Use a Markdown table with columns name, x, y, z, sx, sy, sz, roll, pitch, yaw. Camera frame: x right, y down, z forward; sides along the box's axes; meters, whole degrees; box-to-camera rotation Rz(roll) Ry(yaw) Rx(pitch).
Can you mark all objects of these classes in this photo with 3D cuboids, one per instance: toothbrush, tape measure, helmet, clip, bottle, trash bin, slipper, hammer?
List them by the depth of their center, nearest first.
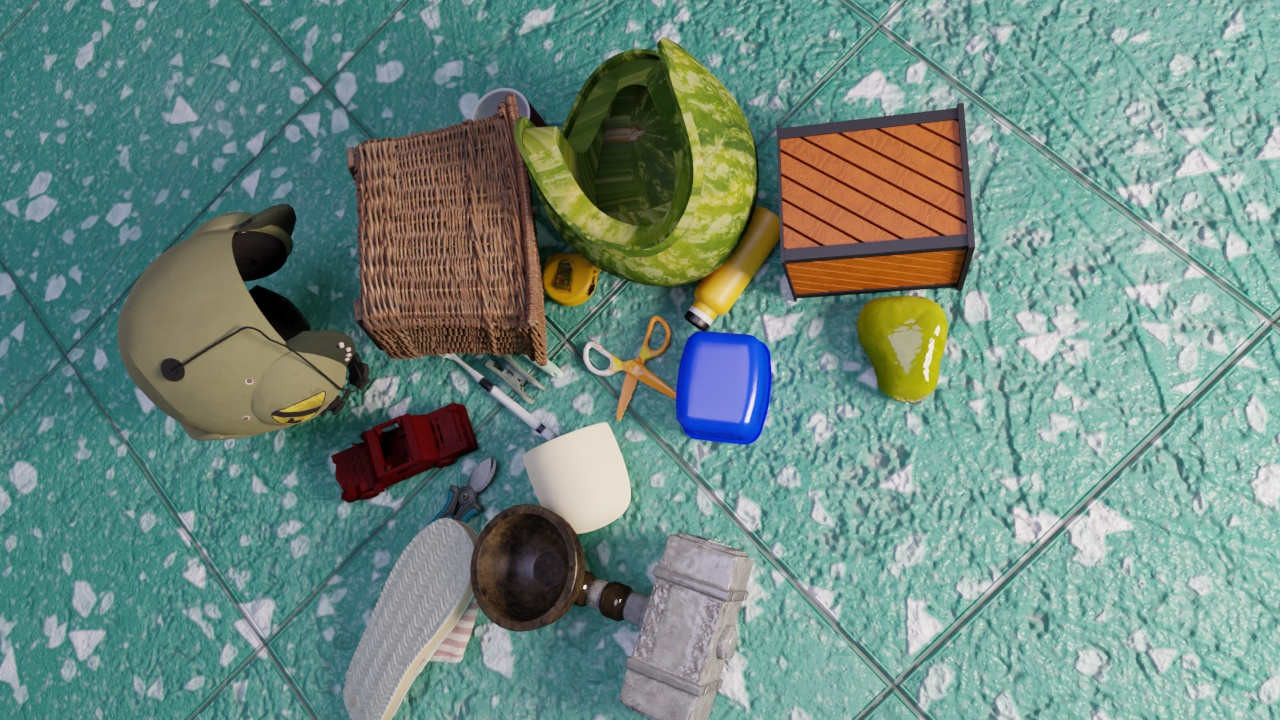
| name | x | y | z | sx | sy | sz | roll | pitch | yaw |
| --- | --- | --- | --- | --- | --- | --- | --- | --- | --- |
| trash bin | 0.232 | -0.150 | 0.917 | 0.172 | 0.139 | 0.139 | -3 | 78 | 14 |
| helmet | 0.012 | -0.195 | 0.935 | 0.213 | 0.246 | 0.243 | -25 | 101 | 19 |
| hammer | -0.055 | 0.238 | 0.954 | 0.327 | 0.079 | 0.176 | 14 | 83 | 23 |
| slipper | -0.237 | 0.287 | 0.986 | 0.115 | 0.052 | 0.263 | 41 | 106 | 35 |
| bottle | 0.100 | -0.097 | 0.993 | 0.043 | 0.043 | 0.143 | 36 | 89 | 19 |
| helmet | -0.425 | -0.025 | 0.996 | 0.233 | 0.255 | 0.250 | -31 | 71 | 3 |
| clip | -0.142 | 0.018 | 1.045 | 0.076 | 0.023 | 0.044 | 39 | 92 | 21 |
| tape measure | -0.083 | -0.093 | 1.048 | 0.068 | 0.030 | 0.058 | 4 | 78 | 16 |
| toothbrush | -0.170 | 0.035 | 1.051 | 0.187 | 0.017 | 0.012 | 37 | 116 | 19 |
| toothbrush | -0.148 | -0.024 | 1.059 | 0.155 | 0.015 | 0.022 | 36 | 119 | 18 |

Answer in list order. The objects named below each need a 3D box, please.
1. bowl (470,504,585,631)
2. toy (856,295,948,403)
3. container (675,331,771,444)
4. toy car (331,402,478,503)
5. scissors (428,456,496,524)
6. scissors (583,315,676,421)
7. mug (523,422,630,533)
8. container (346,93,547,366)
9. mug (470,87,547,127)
| name | x | y | z | sx | sy | sz | roll | pitch | yaw |
| --- | --- | --- | --- | --- | --- | --- | --- | --- | --- |
| bowl | -0.104 | 0.207 | 0.915 | 0.121 | 0.056 | 0.121 | -7 | 73 | 24 |
| toy | 0.264 | -0.011 | 0.927 | 0.090 | 0.051 | 0.110 | -2 | 81 | 17 |
| container | 0.086 | 0.026 | 0.963 | 0.096 | 0.058 | 0.114 | 5 | 80 | 16 |
| toy car | -0.276 | 0.105 | 1.041 | 0.170 | 0.062 | 0.070 | -23 | 73 | 9 |
| scissors | -0.213 | 0.174 | 1.033 | 0.146 | 0.019 | 0.133 | -11 | 77 | 13 |
| scissors | -0.011 | 0.006 | 1.018 | 0.131 | 0.011 | 0.125 | 15 | 81 | 19 |
| mug | -0.068 | 0.133 | 0.969 | 0.120 | 0.096 | 0.099 | -31 | 78 | 46 |
| container | -0.199 | -0.119 | 0.956 | 0.183 | 0.162 | 0.249 | -7 | 76 | -4 |
| mug | -0.159 | -0.254 | 1.074 | 0.106 | 0.082 | 0.073 | -46 | 71 | 2 |
